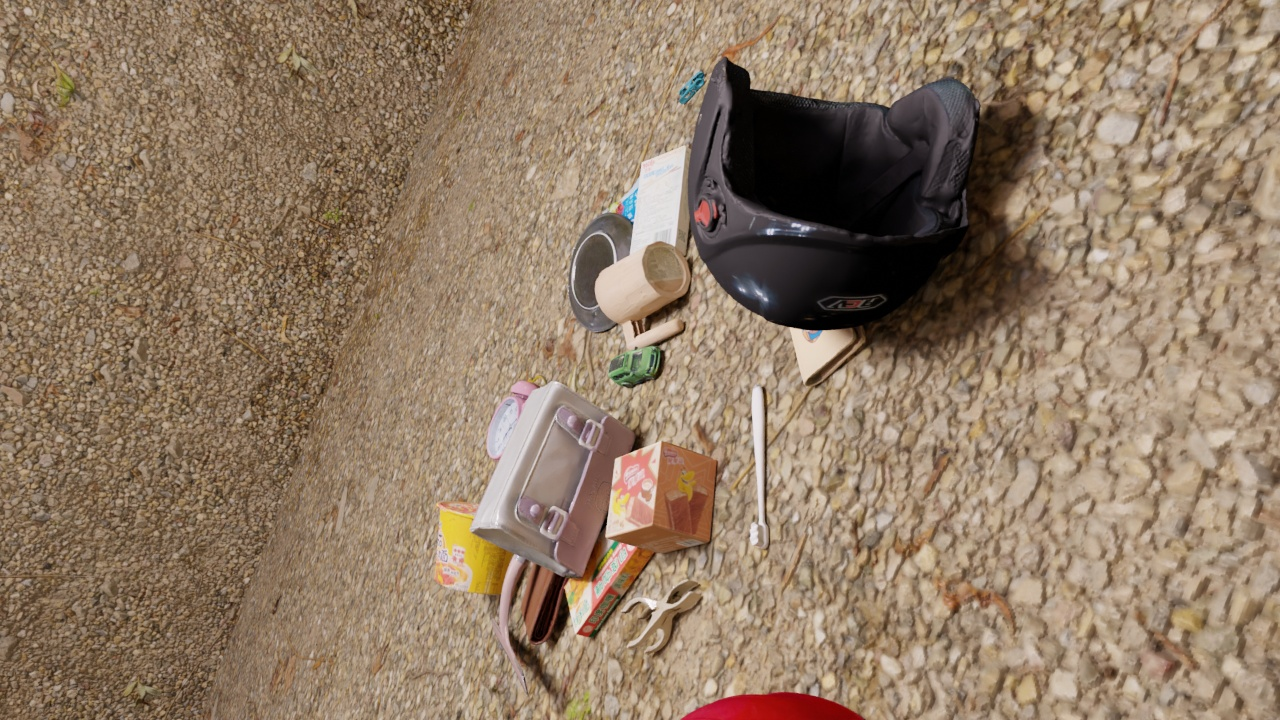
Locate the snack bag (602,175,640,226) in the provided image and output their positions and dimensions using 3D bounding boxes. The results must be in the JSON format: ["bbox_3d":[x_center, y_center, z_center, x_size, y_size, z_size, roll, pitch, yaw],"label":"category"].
[{"bbox_3d":[-0.014,-0.214,1.352,0.192,0.039,0.110,-37,38,41],"label":"snack bag"}]

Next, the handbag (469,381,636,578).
[{"bbox_3d":[-0.098,0.146,1.109,0.099,0.145,0.196,-18,44,54],"label":"handbag"}]

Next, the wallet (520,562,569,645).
[{"bbox_3d":[-0.125,0.295,1.197,0.101,0.032,0.124,-146,74,-69],"label":"wallet"}]

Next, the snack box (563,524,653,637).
[{"bbox_3d":[-0.038,0.248,1.093,0.156,0.027,0.077,-57,30,21],"label":"snack box"}]

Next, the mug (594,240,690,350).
[{"bbox_3d":[0.008,-0.082,1.193,0.104,0.084,0.124,-25,75,51],"label":"mug"}]

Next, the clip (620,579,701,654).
[{"bbox_3d":[0.022,0.277,0.965,0.103,0.035,0.092,-23,48,44],"label":"clip"}]

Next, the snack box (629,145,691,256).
[{"bbox_3d":[0.030,-0.209,1.251,0.085,0.027,0.156,-10,65,43],"label":"snack box"}]

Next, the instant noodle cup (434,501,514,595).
[{"bbox_3d":[-0.232,0.269,1.319,0.138,0.138,0.109,7,85,61],"label":"instant noodle cup"}]

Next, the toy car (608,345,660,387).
[{"bbox_3d":[-0.007,0.007,1.194,0.091,0.036,0.043,-19,54,50],"label":"toy car"}]

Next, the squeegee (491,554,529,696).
[{"bbox_3d":[-0.151,0.267,1.189,0.248,0.040,0.249,-178,104,-73],"label":"squeegee"}]

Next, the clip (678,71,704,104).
[{"bbox_3d":[0.075,-0.400,1.344,0.057,0.014,0.043,-36,43,44],"label":"clip"}]

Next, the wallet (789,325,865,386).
[{"bbox_3d":[0.181,-0.042,0.909,0.087,0.024,0.115,-44,35,36],"label":"wallet"}]

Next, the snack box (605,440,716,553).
[{"bbox_3d":[0.022,0.151,1.000,0.093,0.077,0.094,-28,48,51],"label":"snack box"}]

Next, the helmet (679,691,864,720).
[{"bbox_3d":[0.073,0.373,0.699,0.208,0.143,0.239,-34,45,44],"label":"helmet"}]

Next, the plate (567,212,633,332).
[{"bbox_3d":[-0.062,-0.130,1.345,0.180,0.024,0.179,-10,77,50],"label":"plate"}]

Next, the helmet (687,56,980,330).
[{"bbox_3d":[0.156,-0.135,0.800,0.274,0.233,0.231,-98,13,-47],"label":"helmet"}]

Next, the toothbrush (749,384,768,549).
[{"bbox_3d":[0.118,0.103,0.928,0.016,0.016,0.179,-32,45,45],"label":"toothbrush"}]

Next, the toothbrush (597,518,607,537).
[{"bbox_3d":[-0.057,0.149,1.188,0.018,0.014,0.189,-34,50,32],"label":"toothbrush"}]

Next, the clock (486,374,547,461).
[{"bbox_3d":[-0.179,0.095,1.409,0.159,0.059,0.117,-58,31,16],"label":"clock"}]
